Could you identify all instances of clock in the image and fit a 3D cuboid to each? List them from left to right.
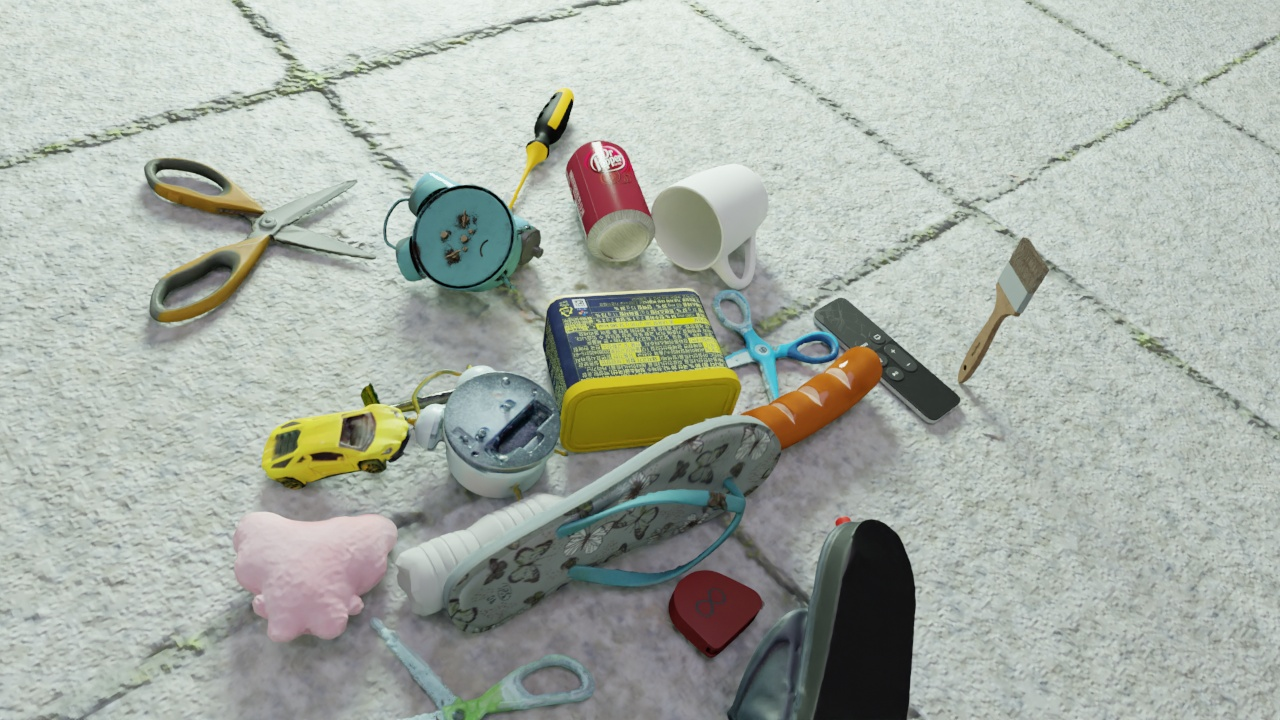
[{"bbox_3d":[-0.157,-0.102,0.770,0.124,0.053,0.090,16,85,12],"label":"clock"},{"bbox_3d":[-0.113,0.046,0.665,0.117,0.057,0.083,36,55,12],"label":"clock"}]

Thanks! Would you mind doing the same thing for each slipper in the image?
[{"bbox_3d":[0.000,0.109,0.611,0.268,0.098,0.055,-21,43,-26],"label":"slipper"},{"bbox_3d":[0.100,0.225,0.561,0.109,0.084,0.264,38,56,-31],"label":"slipper"}]

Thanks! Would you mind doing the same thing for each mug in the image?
[{"bbox_3d":[0.076,-0.123,0.853,0.087,0.081,0.114,-36,96,-41],"label":"mug"}]

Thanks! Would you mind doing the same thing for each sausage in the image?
[{"bbox_3d":[0.136,0.036,0.744,0.163,0.044,0.039,-27,20,-30],"label":"sausage"}]

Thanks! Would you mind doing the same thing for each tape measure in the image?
[{"bbox_3d":[0.049,0.168,0.628,0.051,0.019,0.058,40,46,23],"label":"tape measure"}]

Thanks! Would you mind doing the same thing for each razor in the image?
[{"bbox_3d":[-0.155,0.029,0.700,0.105,0.026,0.042,-14,52,-28],"label":"razor"}]

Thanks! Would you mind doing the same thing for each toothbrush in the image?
[{"bbox_3d":[-0.102,-0.210,0.912,0.031,0.031,0.196,32,50,-18],"label":"toothbrush"}]

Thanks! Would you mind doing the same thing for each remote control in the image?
[{"bbox_3d":[0.218,-0.003,0.818,0.045,0.008,0.146,-28,61,-31],"label":"remote control"}]

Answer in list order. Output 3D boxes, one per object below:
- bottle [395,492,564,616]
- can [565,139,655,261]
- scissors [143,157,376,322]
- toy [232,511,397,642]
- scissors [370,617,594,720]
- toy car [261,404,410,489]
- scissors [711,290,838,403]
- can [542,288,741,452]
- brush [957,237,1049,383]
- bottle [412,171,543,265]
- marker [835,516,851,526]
[{"bbox_3d":[-0.094,0.123,0.616,0.136,0.044,0.044,-22,58,-28],"label":"bottle"},{"bbox_3d":[-0.029,-0.149,0.850,0.063,0.063,0.114,-5,52,-17],"label":"can"},{"bbox_3d":[-0.341,-0.108,0.777,0.225,0.016,0.229,20,49,3],"label":"scissors"},{"bbox_3d":[-0.205,0.134,0.578,0.102,0.050,0.093,0,47,-17],"label":"toy"},{"bbox_3d":[-0.106,0.214,0.561,0.165,0.024,0.171,-35,67,-28],"label":"scissors"},{"bbox_3d":[-0.212,0.057,0.639,0.107,0.030,0.049,-12,51,8],"label":"toy car"},{"bbox_3d":[0.114,-0.012,0.802,0.140,0.011,0.133,1,48,-12],"label":"scissors"},{"bbox_3d":[-0.004,0.004,0.720,0.135,0.075,0.104,-5,49,-16],"label":"can"},{"bbox_3d":[0.299,-0.033,0.772,0.008,0.143,0.045,5,41,-10],"label":"brush"},{"bbox_3d":[-0.142,-0.124,0.820,0.130,0.040,0.040,29,50,12],"label":"bottle"},{"bbox_3d":[0.159,0.175,0.651,0.012,0.013,0.142,3,50,-10],"label":"marker"}]
